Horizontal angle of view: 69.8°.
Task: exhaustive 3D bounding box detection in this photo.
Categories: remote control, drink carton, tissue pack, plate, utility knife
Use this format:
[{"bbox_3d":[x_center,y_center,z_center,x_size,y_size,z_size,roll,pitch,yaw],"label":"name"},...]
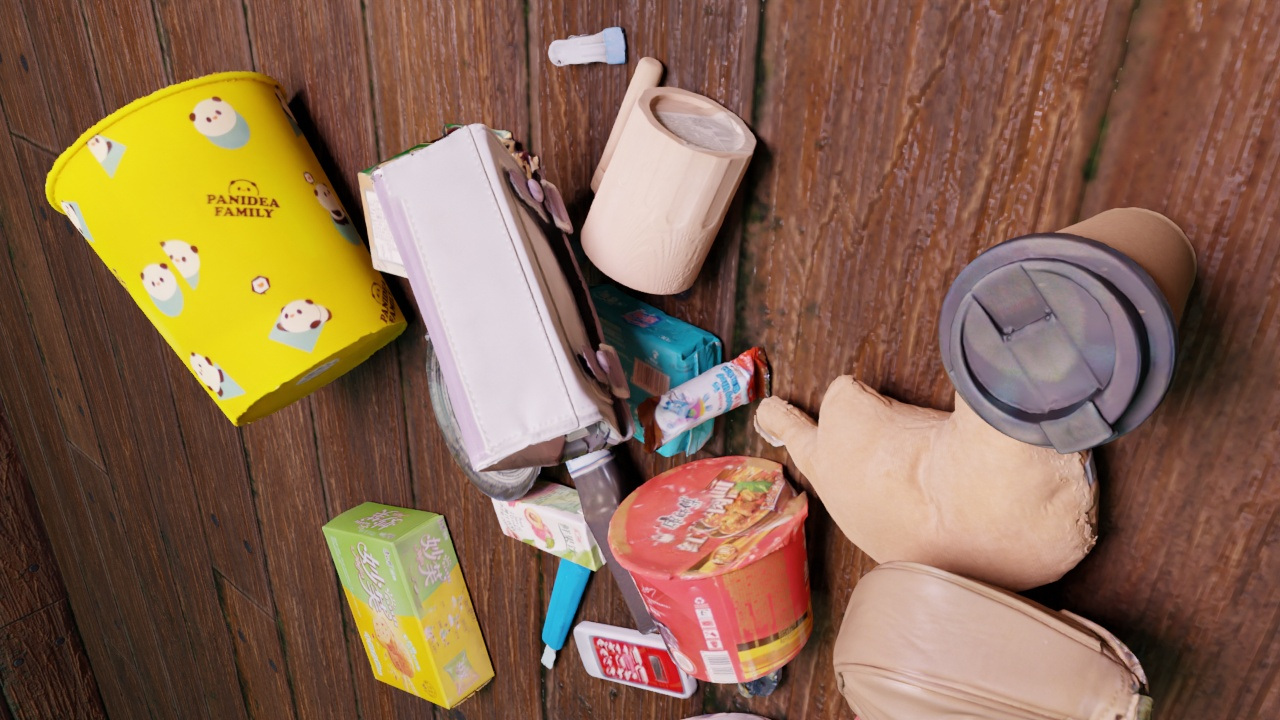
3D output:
[{"bbox_3d":[-0.008,0.272,0.837,0.136,0.020,0.056,-5,107,44],"label":"remote control"},{"bbox_3d":[-0.074,0.140,0.815,0.123,0.045,0.053,9,121,41],"label":"drink carton"},{"bbox_3d":[-0.004,0.004,0.680,0.133,0.050,0.093,29,129,31],"label":"tissue pack"},{"bbox_3d":[-0.133,0.035,0.803,0.180,0.024,0.180,23,121,42],"label":"plate"},{"bbox_3d":[-0.077,0.245,0.890,0.034,0.018,0.188,46,136,32],"label":"utility knife"}]

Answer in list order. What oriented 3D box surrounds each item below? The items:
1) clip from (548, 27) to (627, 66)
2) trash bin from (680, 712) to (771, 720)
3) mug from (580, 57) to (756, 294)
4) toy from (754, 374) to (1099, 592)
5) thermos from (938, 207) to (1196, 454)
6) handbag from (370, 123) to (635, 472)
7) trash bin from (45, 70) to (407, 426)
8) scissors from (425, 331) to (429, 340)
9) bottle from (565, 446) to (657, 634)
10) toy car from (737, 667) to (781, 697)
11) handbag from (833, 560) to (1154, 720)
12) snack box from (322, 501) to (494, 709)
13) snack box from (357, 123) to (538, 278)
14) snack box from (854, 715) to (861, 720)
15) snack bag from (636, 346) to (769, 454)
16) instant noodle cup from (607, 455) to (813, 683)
[{"bbox_3d":[-0.033,-0.213,0.628,0.056,0.026,0.024,3,115,29],"label":"clip"},{"bbox_3d":[0.062,0.395,0.714,0.228,0.226,0.192,-15,87,46],"label":"trash bin"},{"bbox_3d":[0.010,-0.122,0.595,0.104,0.084,0.124,-64,38,39],"label":"mug"},{"bbox_3d":[0.155,0.071,0.551,0.226,0.082,0.143,-4,106,49],"label":"toy"},{"bbox_3d":[0.199,-0.022,0.411,0.093,0.142,0.093,19,121,35],"label":"thermos"},{"bbox_3d":[-0.077,-0.032,0.593,0.098,0.145,0.197,-22,80,6],"label":"handbag"},{"bbox_3d":[-0.367,-0.093,0.858,0.230,0.228,0.255,-29,94,46],"label":"trash bin"},{"bbox_3d":[-0.118,0.013,0.816,0.227,0.015,0.189,38,132,22],"label":"scissors"},{"bbox_3d":[-0.021,0.117,0.733,0.044,0.079,0.195,-27,88,13],"label":"bottle"},{"bbox_3d":[0.073,0.228,0.730,0.090,0.034,0.043,37,129,21],"label":"toy car"},{"bbox_3d":[0.180,0.182,0.507,0.148,0.099,0.204,14,160,20],"label":"handbag"},{"bbox_3d":[-0.264,0.273,1.041,0.158,0.069,0.210,-1,110,44],"label":"snack box"},{"bbox_3d":[-0.154,-0.116,0.721,0.118,0.105,0.118,17,119,38],"label":"snack box"},{"bbox_3d":[0.201,0.325,0.652,0.113,0.044,0.127,17,121,37],"label":"snack box"},{"bbox_3d":[0.043,0.025,0.616,0.026,0.105,0.045,42,148,45],"label":"snack bag"},{"bbox_3d":[0.055,0.148,0.642,0.138,0.137,0.109,6,122,41],"label":"instant noodle cup"}]
